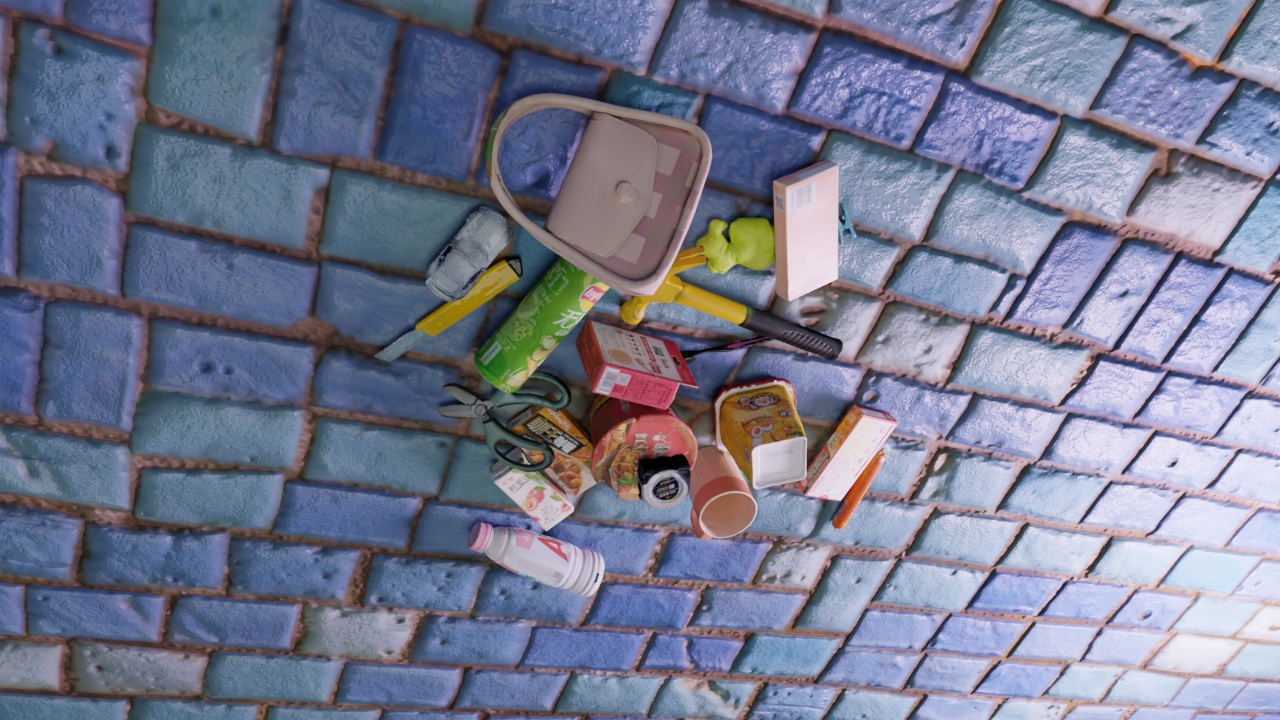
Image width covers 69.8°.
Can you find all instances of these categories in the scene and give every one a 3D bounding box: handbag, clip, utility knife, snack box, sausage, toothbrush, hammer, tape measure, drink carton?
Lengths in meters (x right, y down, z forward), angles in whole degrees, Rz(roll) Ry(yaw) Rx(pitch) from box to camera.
[{"bbox_3d":[-0.053,-0.193,0.983,0.234,0.093,0.193,23,86,-13],"label":"handbag"},{"bbox_3d":[0.253,-0.172,1.145,0.047,0.014,0.057,-25,126,6],"label":"clip"},{"bbox_3d":[-0.228,-0.060,1.096,0.216,0.015,0.033,-33,118,7],"label":"utility knife"},{"bbox_3d":[-0.007,0.007,1.136,0.127,0.113,0.044,15,116,-22],"label":"snack box"},{"bbox_3d":[-0.106,0.117,1.238,0.075,0.026,0.154,-33,124,8],"label":"snack box"},{"bbox_3d":[0.333,0.199,1.403,0.021,0.021,0.165,12,119,-21],"label":"sausage"},{"bbox_3d":[0.203,-0.157,1.118,0.084,0.026,0.157,-25,129,-23],"label":"snack box"},{"bbox_3d":[0.134,-0.020,1.216,0.189,0.014,0.018,-13,141,-7],"label":"toothbrush"},{"bbox_3d":[0.130,-0.057,1.160,0.300,0.032,0.129,18,132,-24],"label":"hammer"},{"bbox_3d":[0.303,0.138,1.345,0.077,0.027,0.156,13,119,-33],"label":"snack box"},{"bbox_3d":[0.029,0.153,1.157,0.065,0.033,0.066,-4,121,-9],"label":"tape measure"},{"bbox_3d":[-0.148,0.174,1.253,0.053,0.045,0.122,-37,124,4],"label":"drink carton"}]

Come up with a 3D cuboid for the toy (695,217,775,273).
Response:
[{"bbox_3d":[0.123,-0.142,1.121,0.100,0.031,0.097,-31,124,8],"label":"toy"}]

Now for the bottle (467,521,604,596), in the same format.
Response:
[{"bbox_3d":[-0.149,0.279,1.311,0.197,0.068,0.068,25,114,-23],"label":"bottle"}]

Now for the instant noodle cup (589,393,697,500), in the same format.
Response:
[{"bbox_3d":[-0.003,0.096,1.199,0.138,0.108,0.138,-6,124,-10],"label":"instant noodle cup"}]

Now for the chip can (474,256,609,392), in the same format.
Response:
[{"bbox_3d":[-0.110,-0.056,1.095,0.072,0.072,0.222,34,110,-30],"label":"chip can"}]

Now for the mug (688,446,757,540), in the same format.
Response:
[{"bbox_3d":[0.102,0.194,1.291,0.081,0.105,0.115,13,119,-21],"label":"mug"}]

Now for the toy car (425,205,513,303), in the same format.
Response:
[{"bbox_3d":[-0.196,-0.121,1.047,0.054,0.036,0.121,39,104,-13],"label":"toy car"}]

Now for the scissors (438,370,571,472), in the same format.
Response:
[{"bbox_3d":[-0.174,0.085,1.177,0.177,0.019,0.171,-4,107,-2],"label":"scissors"}]

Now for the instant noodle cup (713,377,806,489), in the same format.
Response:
[{"bbox_3d":[0.167,0.101,1.235,0.116,0.123,0.116,-11,124,-7],"label":"instant noodle cup"}]

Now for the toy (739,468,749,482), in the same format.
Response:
[{"bbox_3d":[0.199,0.158,1.340,0.092,0.030,0.096,-35,135,12],"label":"toy"}]
